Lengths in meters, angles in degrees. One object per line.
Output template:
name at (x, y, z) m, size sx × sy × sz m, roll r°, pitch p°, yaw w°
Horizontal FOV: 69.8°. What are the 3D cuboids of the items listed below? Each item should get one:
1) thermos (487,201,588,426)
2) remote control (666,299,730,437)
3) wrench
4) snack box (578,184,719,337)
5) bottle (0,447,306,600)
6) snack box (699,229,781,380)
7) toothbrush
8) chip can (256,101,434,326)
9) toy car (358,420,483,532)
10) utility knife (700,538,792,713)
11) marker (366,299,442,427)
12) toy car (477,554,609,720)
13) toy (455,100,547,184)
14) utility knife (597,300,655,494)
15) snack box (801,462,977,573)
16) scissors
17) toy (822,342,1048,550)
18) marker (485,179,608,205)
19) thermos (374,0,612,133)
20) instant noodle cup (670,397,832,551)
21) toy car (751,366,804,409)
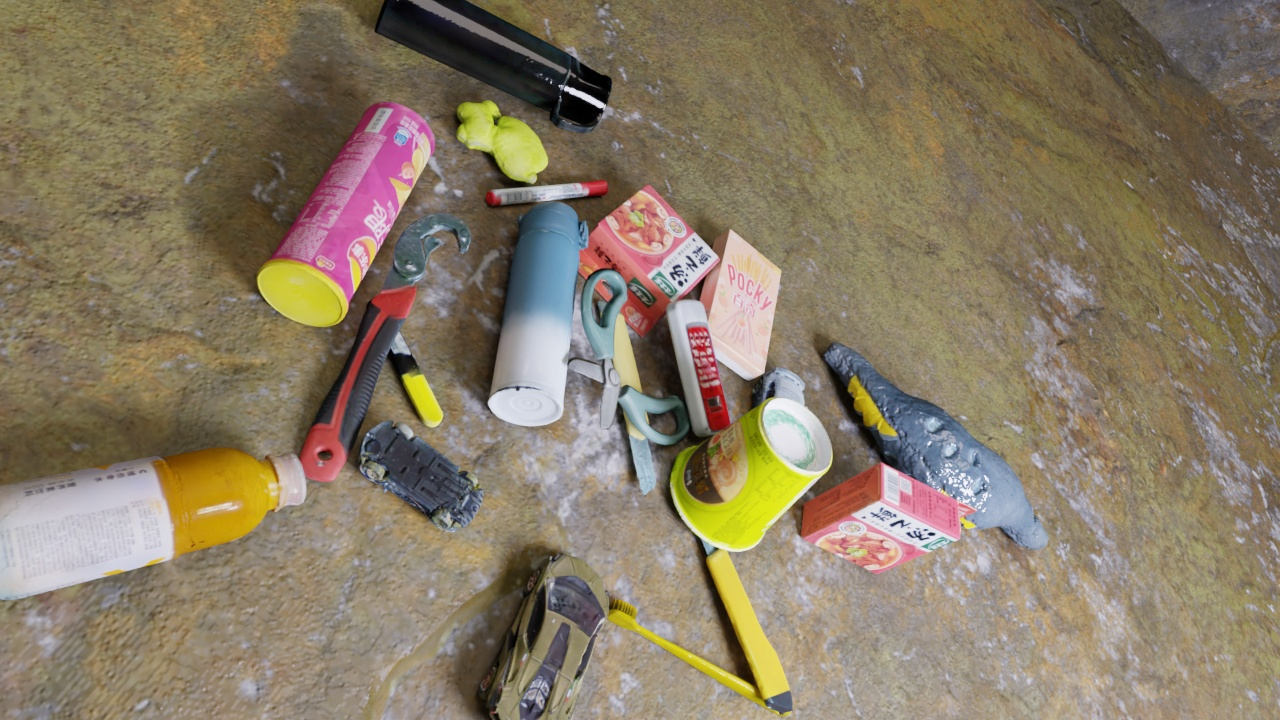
thermos at (-0.090, -0.050, 0.832) m, size 0.070 × 0.070 × 0.220 m, roll 21°, pitch 53°, yaw -23°
remote control at (0.058, 0.007, 0.900) m, size 0.055 × 0.020 × 0.136 m, roll -6°, pitch 82°, yaw -56°
wrench at (-0.210, -0.022, 0.752) m, size 0.056 × 0.016 × 0.272 m, roll 23°, pitch 57°, yaw -6°
snack box at (0.005, -0.105, 0.946) m, size 0.113 × 0.044 × 0.126 m, roll 46°, pitch 47°, yaw -3°
bottle at (-0.313, 0.096, 0.586) m, size 0.189 × 0.068 × 0.068 m, roll -11°, pitch 70°, yaw -38°
snack box at (0.106, -0.062, 0.996) m, size 0.084 × 0.026 × 0.156 m, roll 34°, pitch 49°, yaw -23°
toothbrush at (0.052, 0.254, 0.779) m, size 0.190 × 0.016 × 0.016 m, roll 33°, pitch 43°, yaw -14°
chip can at (-0.241, -0.128, 0.772) m, size 0.071 × 0.072 × 0.210 m, roll 29°, pitch 50°, yaw -17°
toy car at (-0.172, 0.091, 0.712) m, size 0.105 × 0.031 × 0.048 m, roll 39°, pitch 47°, yaw -10°
utility knife at (0.084, 0.210, 0.822) m, size 0.033 × 0.015 × 0.216 m, roll 2°, pitch 55°, yaw -42°
marker at (-0.197, 0.001, 0.763) m, size 0.018 × 0.015 × 0.124 m, roll -21°, pitch 73°, yaw -33°
toy car at (-0.069, 0.217, 0.702) m, size 0.070 × 0.042 × 0.157 m, roll 33°, pitch 46°, yaw -14°
toy at (-0.138, -0.223, 0.929) m, size 0.100 × 0.031 × 0.096 m, roll 12°, pitch 55°, yaw -29°
utility knife at (-0.010, 0.030, 0.870) m, size 0.031 × 0.021 × 0.204 m, roll 3°, pitch 55°, yaw -29°
snack box at (0.243, 0.162, 0.900) m, size 0.127 × 0.113 × 0.044 m, roll 26°, pitch 50°, yaw -19°
scissors at (-0.005, 0.004, 0.856) m, size 0.170 × 0.019 × 0.171 m, roll 36°, pitch 44°, yaw -40°
toy at (0.343, 0.115, 1.025) m, size 0.356 × 0.091 × 0.137 m, roll 40°, pitch 20°, yaw -9°
marker at (-0.093, -0.172, 0.937) m, size 0.145 × 0.017 × 0.017 m, roll -14°, pitch 72°, yaw -39°
thermos at (-0.147, -0.311, 0.949) m, size 0.242 × 0.069 × 0.089 m, roll 20°, pitch 49°, yaw -24°
instant noodle cup at (0.105, 0.096, 0.830) m, size 0.111 × 0.124 × 0.111 m, roll 21°, pitch 45°, yaw -23°
toy car at (0.140, 0.062, 0.944) m, size 0.054 × 0.037 × 0.120 m, roll 30°, pitch 53°, yaw -16°
